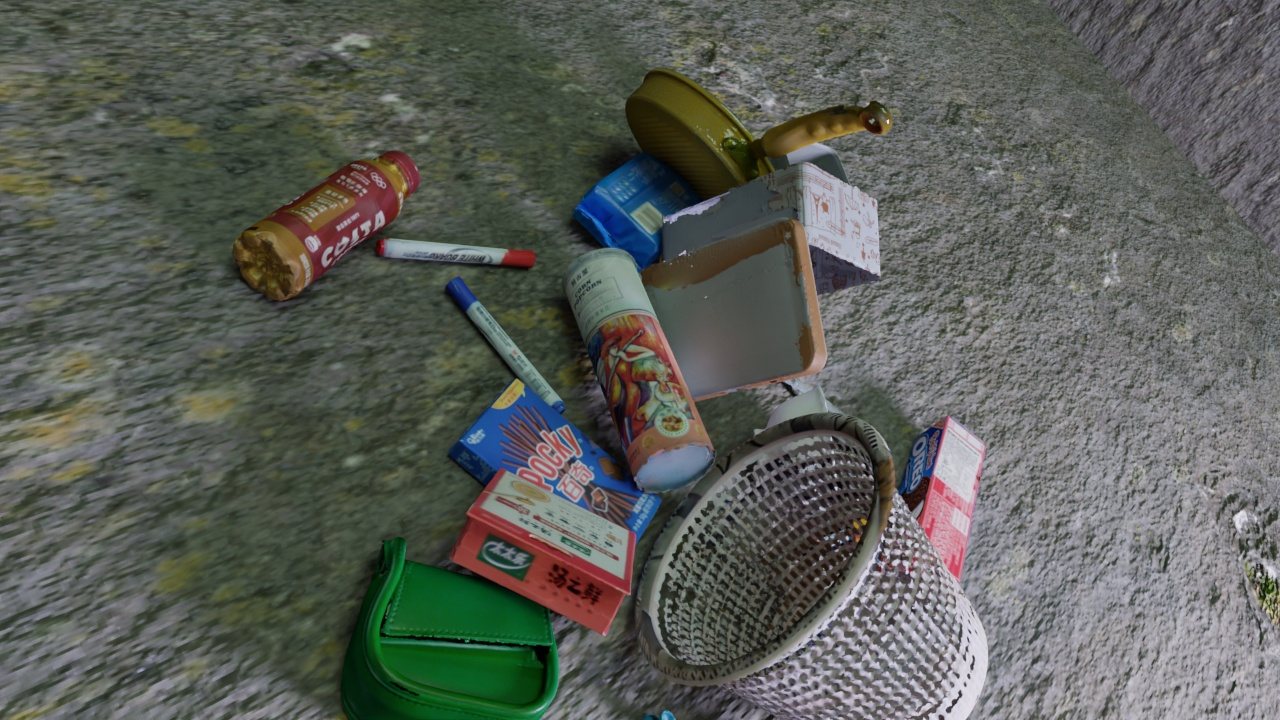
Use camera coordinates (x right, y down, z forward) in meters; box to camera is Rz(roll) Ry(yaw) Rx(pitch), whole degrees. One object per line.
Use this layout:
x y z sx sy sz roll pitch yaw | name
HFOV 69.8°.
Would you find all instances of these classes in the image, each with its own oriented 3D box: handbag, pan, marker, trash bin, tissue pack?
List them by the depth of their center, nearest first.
-0.117 0.180 0.583 0.131 0.068 0.120 21 39 -21 | handbag
0.140 0.182 0.677 0.192 0.228 0.226 44 41 -21 | trash bin
-0.113 -0.011 0.767 0.146 0.017 0.016 50 43 7 | marker
-0.158 -0.093 0.798 0.145 0.017 0.017 0 58 -37 | marker
0.185 0.166 0.853 0.123 0.015 0.018 -10 62 -38 | marker
0.105 -0.205 0.873 0.078 0.357 0.197 -46 114 -6 | pan
0.001 -0.152 0.937 0.095 0.052 0.156 45 43 -1 | tissue pack

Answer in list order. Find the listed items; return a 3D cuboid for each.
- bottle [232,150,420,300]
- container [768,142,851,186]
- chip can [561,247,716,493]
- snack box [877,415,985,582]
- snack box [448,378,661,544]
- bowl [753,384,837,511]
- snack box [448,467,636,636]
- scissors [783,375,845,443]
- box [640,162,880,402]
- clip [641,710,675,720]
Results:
-0.239 -0.114 0.724 0.057 0.058 0.174 39 43 -4 | bottle
0.164 -0.179 1.033 0.090 0.115 0.090 11 52 -31 | container
-0.005 0.005 0.776 0.071 0.071 0.214 5 48 -34 | chip can
0.297 0.144 0.921 0.058 0.057 0.206 38 43 -2 | snack box
-0.063 0.092 0.715 0.157 0.026 0.084 40 42 -4 | snack box
0.138 0.084 0.833 0.065 0.118 0.118 -7 53 6 | bowl
-0.063 0.128 0.614 0.113 0.044 0.127 27 6 -1 | snack box
0.153 0.018 0.944 0.159 0.014 0.170 6 55 -33 | scissors
0.114 -0.054 0.834 0.156 0.184 0.192 11 73 -43 | box
0.024 0.271 0.646 0.057 0.049 0.015 52 42 1 | clip
